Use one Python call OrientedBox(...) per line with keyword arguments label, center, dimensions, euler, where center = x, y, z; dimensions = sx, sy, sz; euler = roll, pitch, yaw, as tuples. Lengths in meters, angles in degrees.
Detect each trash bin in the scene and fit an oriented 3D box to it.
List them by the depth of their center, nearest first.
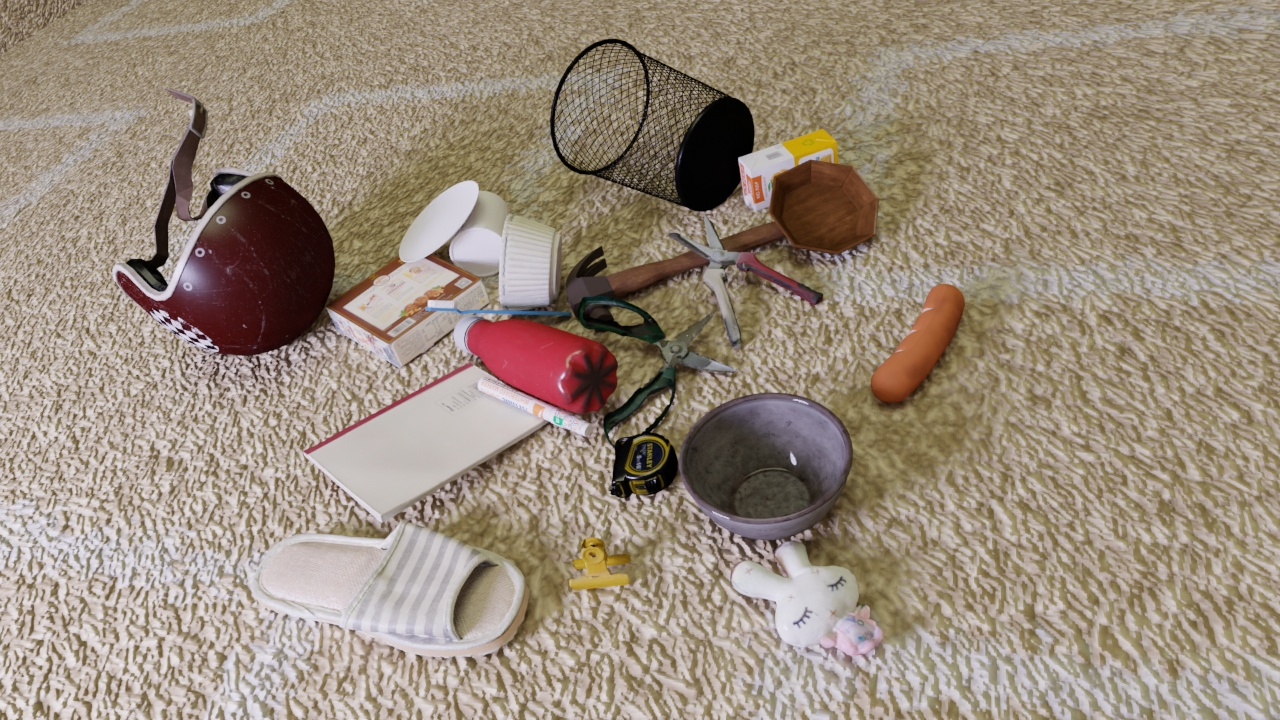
OrientedBox(label="trash bin", center=(0.021, -0.297, 1.188), dimensions=(0.210, 0.184, 0.183), euler=(32, 59, 33))

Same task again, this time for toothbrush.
OrientedBox(label="toothbrush", center=(-0.158, -0.059, 1.039), dimensions=(0.166, 0.014, 0.016), euler=(0, 5, -22))

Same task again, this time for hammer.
OrientedBox(label="hammer", center=(0.068, -0.123, 1.083), dimensions=(0.323, 0.033, 0.115), euler=(-20, 45, -6))

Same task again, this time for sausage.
OrientedBox(label="sausage", center=(0.275, -0.017, 0.895), dimensions=(0.044, 0.039, 0.163), euler=(16, 50, 35))

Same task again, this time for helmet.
OrientedBox(label="helmet", center=(-0.495, -0.133, 1.100), dimensions=(0.253, 0.234, 0.232), euler=(21, 55, 10))

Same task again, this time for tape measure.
OrientedBox(label="tape measure", center=(0.005, 0.098, 0.853), dimensions=(0.061, 0.034, 0.061), euler=(-7, 42, 14))

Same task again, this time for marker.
OrientedBox(label="marker", center=(-0.109, 0.047, 0.940), dimensions=(0.146, 0.017, 0.017), euler=(21, 52, 31))

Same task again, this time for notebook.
OrientedBox(label="notebook", center=(-0.214, 0.074, 0.935), dimensions=(0.208, 0.012, 0.153), euler=(-31, 41, -34))

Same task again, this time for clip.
OrientedBox(label="clip", center=(-0.036, 0.170, 0.781), dimensions=(0.054, 0.048, 0.046), euler=(-8, 0, 10))

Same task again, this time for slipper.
OrientedBox(label="slipper", center=(-0.227, 0.195, 0.806), dimensions=(0.273, 0.054, 0.114), euler=(4, 39, 22))

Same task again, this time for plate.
OrientedBox(label="plate", center=(0.211, -0.174, 1.068), dimensions=(0.131, 0.025, 0.131), euler=(1, 66, -2))
OrientedBox(label="plate", center=(-0.251, -0.173, 1.157), dimensions=(0.135, 0.011, 0.134), euler=(-27, 39, 24))

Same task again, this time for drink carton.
OrientedBox(label="drink carton", center=(0.184, -0.239, 1.154), dimensions=(0.122, 0.059, 0.040), euler=(-20, 41, -5))

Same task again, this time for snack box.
OrientedBox(label="snack box", center=(-0.285, -0.069, 1.122), dimensions=(0.147, 0.041, 0.142), euler=(26, 55, 37))

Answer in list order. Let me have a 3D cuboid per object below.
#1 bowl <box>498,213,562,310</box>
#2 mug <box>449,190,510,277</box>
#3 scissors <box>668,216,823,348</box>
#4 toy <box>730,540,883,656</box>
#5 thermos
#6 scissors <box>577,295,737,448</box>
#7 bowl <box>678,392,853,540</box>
OrientedBox(label="bowl", center=(-0.126, -0.112, 1.077), dimensions=(0.062, 0.116, 0.115), euler=(4, 42, -1))
OrientedBox(label="mug", center=(-0.186, -0.162, 1.180), dimensions=(0.110, 0.074, 0.090), euler=(4, 40, -10))
OrientedBox(label="scissors", center=(0.108, -0.088, 1.021), dimensions=(0.199, 0.015, 0.178), euler=(14, 56, 15))
OrientedBox(label="toy", center=(0.133, 0.185, 0.715), dimensions=(0.079, 0.038, 0.123), euler=(-32, 46, -28))
OrientedBox(label="thermos", center=(-0.123, -0.007, 0.973), dimensions=(0.073, 0.073, 0.240), euler=(-40, 36, -26))
OrientedBox(label="scissors", center=(-0.006, 0.006, 0.957), dimensions=(0.202, 0.015, 0.204), euler=(18, 55, 24))
OrientedBox(label="bowl", center=(0.110, 0.102, 0.791), dimensions=(0.145, 0.067, 0.144), euler=(-9, 41, 8))
